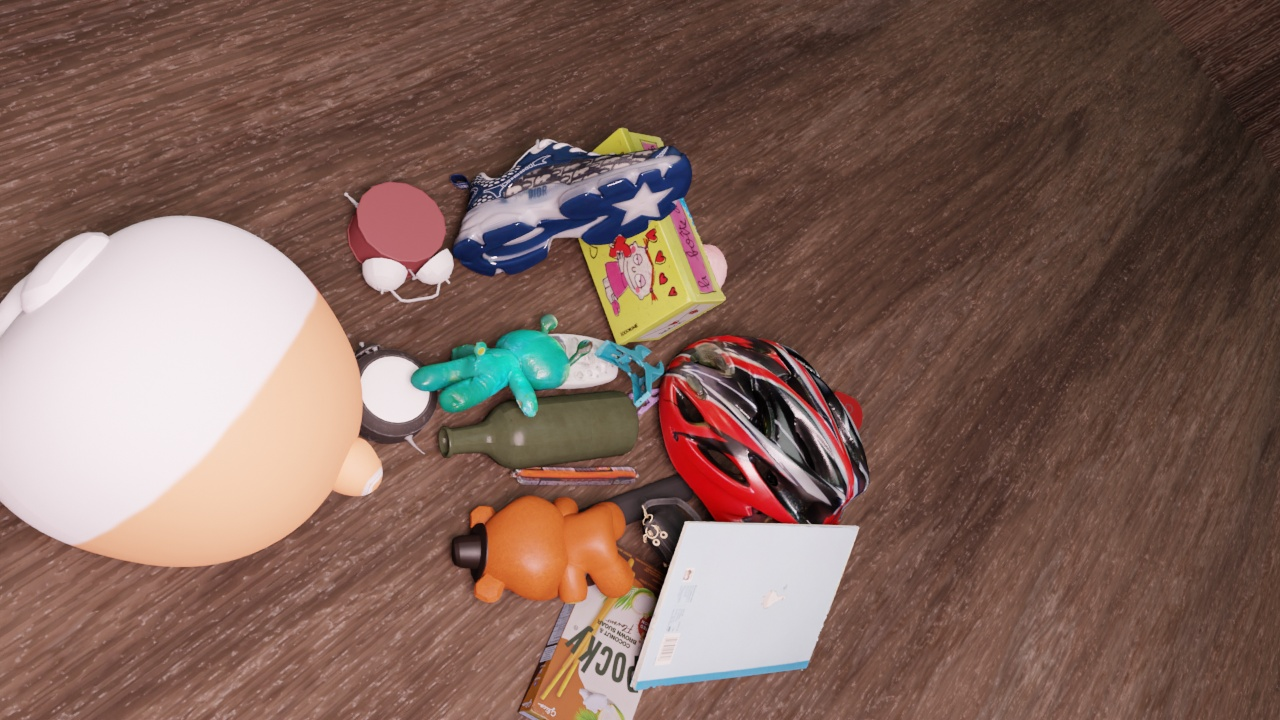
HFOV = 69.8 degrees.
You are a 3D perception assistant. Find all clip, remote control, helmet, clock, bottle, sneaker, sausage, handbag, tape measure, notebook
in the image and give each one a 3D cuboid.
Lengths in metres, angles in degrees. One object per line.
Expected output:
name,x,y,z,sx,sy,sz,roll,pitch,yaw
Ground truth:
clip,0.002,0.016,1.021,0.103,0.027,0.120,53,16,2
remote control,-0.004,0.158,1.003,0.146,0.015,0.033,-15,78,-35
helmet,0.139,0.080,1.049,0.216,0.167,0.272,-19,68,-44
clock,-0.248,0.031,0.892,0.123,0.044,0.091,33,56,-15
remote control,-0.078,0.002,1.018,0.114,0.028,0.060,3,67,-30
bottle,-0.104,0.073,0.945,0.206,0.072,0.071,-4,72,-32
sneaker,-0.081,-0.193,0.992,0.103,0.270,0.132,52,23,-62
clip,0.005,0.041,1.062,0.045,0.014,0.050,39,58,-8
sausage,-0.066,0.123,0.978,0.155,0.020,0.020,4,68,-30
handbag,0.045,0.197,0.961,0.128,0.054,0.079,51,11,-1
tape measure,0.264,0.075,1.200,0.051,0.019,0.058,24,66,-23
notebook,0.115,0.251,0.950,0.253,0.009,0.181,9,103,-38
clock,-0.251,-0.124,0.955,0.096,0.048,0.137,-13,77,-35

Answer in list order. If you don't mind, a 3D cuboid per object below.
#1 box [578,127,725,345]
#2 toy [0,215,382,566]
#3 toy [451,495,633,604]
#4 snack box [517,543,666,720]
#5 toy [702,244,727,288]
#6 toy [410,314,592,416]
box,-0.002,-0.142,1.062,0.079,0.125,0.221,-9,75,-51
toy,-0.343,0.029,0.708,0.280,0.264,0.264,45,44,-29
toy,-0.093,0.181,0.888,0.176,0.096,0.112,9,51,-23
snack box,-0.037,0.284,0.918,0.101,0.032,0.185,34,56,-15
toy,0.061,-0.117,1.131,0.105,0.053,0.108,54,49,-19
toy,-0.133,0.002,0.917,0.131,0.072,0.192,32,34,30
